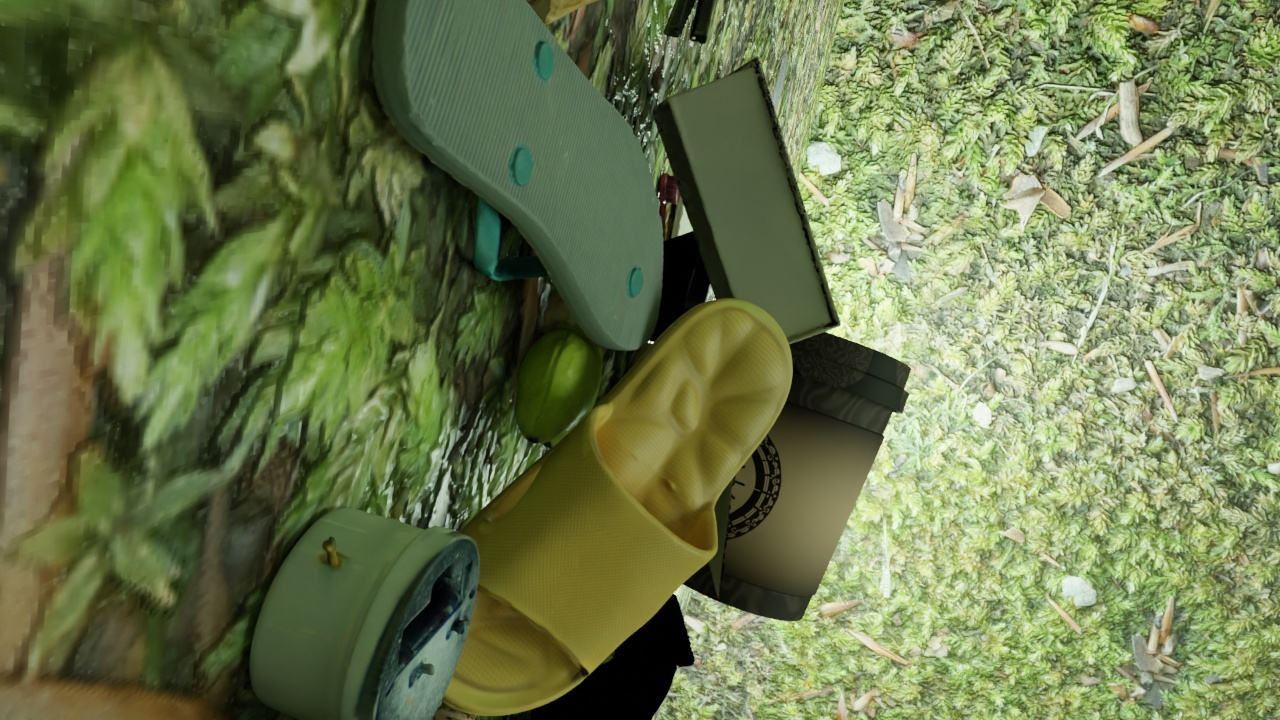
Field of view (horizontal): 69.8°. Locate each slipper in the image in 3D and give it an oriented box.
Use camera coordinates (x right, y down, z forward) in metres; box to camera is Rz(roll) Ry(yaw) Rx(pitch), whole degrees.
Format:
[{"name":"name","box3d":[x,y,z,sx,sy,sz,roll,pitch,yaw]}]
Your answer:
[{"name":"slipper","box3d":[-0.046,-0.083,0.402,0.269,0.055,0.098,49,54,-65]},{"name":"slipper","box3d":[-0.003,0.071,0.464,0.262,0.099,0.078,-49,-162,-20]}]

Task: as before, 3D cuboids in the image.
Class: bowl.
[{"name":"bowl","box3d":[0.023,-0.060,0.764,0.124,0.052,0.124,17,89,-80]}]

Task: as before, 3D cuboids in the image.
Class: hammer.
[{"name":"hammer","box3d":[0.004,-0.220,0.493,0.329,0.033,0.132,-58,161,-57]}]

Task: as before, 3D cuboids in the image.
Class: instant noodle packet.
[{"name":"instant noodle packet","box3d":[-0.051,0.286,0.746,0.221,0.084,0.163,-59,-174,4]}]

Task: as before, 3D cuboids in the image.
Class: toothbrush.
[{"name":"toothbrush","box3d":[0.020,-0.086,0.816,0.190,0.016,0.016,94,14,-47]}]

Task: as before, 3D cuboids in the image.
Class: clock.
[{"name":"clock","box3d":[-0.100,0.110,0.338,0.083,0.057,0.118,-43,147,-73]}]

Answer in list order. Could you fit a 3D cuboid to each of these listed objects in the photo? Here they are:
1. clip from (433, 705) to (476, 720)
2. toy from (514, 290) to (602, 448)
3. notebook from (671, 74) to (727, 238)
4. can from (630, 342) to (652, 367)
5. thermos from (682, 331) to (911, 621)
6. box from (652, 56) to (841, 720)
[{"name":"clip","box3d":[-0.105,0.200,0.550,0.061,0.025,0.045,103,9,-61]},{"name":"toy","box3d":[-0.040,-0.008,0.526,0.092,0.043,0.117,62,43,-81]},{"name":"notebook","box3d":[0.052,-0.158,0.896,0.152,0.012,0.209,-61,163,-55]},{"name":"can","box3d":[0.025,0.051,0.886,0.127,0.073,0.128,17,89,-80]},{"name":"thermos","box3d":[0.114,0.088,0.779,0.172,0.173,0.226,18,91,-80]},{"name":"box","box3d":[0.071,0.018,0.630,0.166,0.108,0.419,-98,-179,-77]}]
